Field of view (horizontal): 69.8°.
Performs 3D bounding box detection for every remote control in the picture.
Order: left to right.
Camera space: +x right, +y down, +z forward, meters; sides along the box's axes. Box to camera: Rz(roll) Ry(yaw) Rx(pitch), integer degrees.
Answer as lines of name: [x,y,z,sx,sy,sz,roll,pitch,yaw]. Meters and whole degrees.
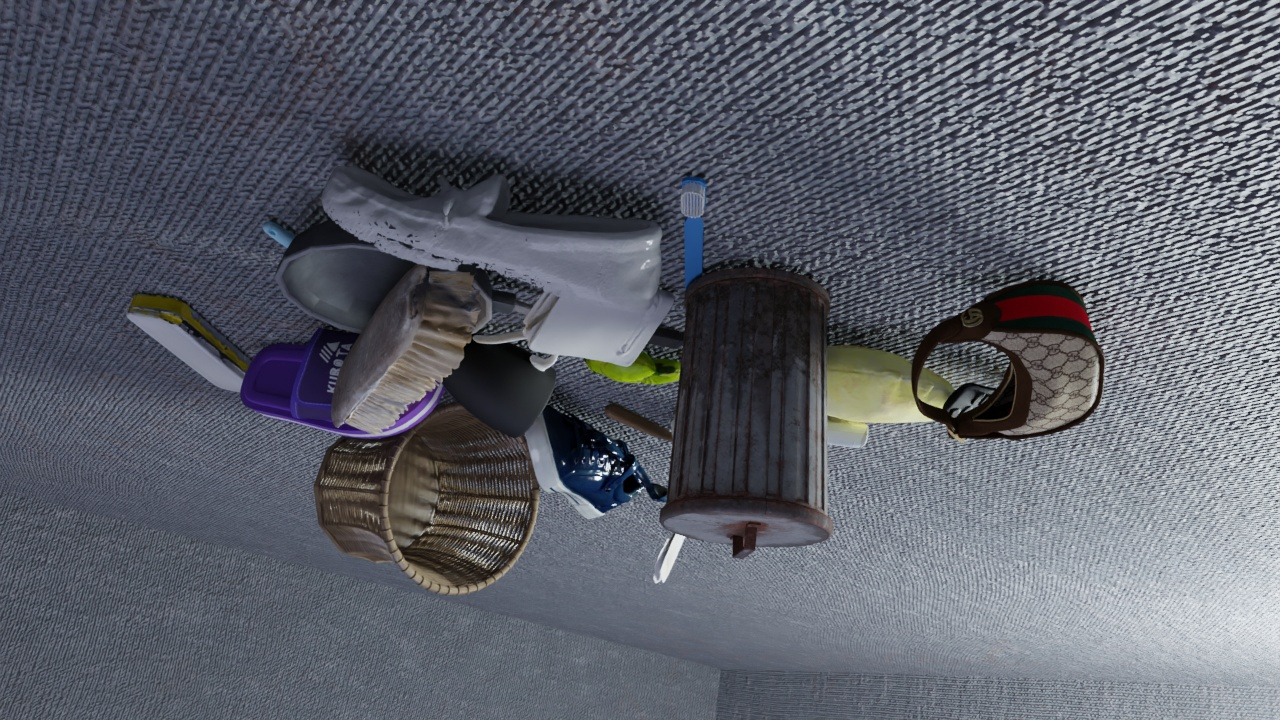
remote control: [0.190,0.067,0.915,0.060,0.025,0.138,7,-179,8]
remote control: [0.327,0.041,0.822,0.151,0.020,0.041,8,130,-36]

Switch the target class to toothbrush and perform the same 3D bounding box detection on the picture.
toothbrush: [-0.276,-0.082,0.824,0.022,0.016,0.155,-34,142,12]
toothbrush: [0.021,0.085,1.092,0.166,0.016,0.016,27,150,-36]
toothbrush: [0.040,-0.087,0.695,0.016,0.014,0.167,7,157,6]

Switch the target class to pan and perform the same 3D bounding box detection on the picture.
pan: [-0.129,-0.054,0.805,0.357,0.041,0.179,11,156,-17]

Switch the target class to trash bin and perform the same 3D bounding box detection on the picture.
trash bin: [0.087,0.048,0.728,0.131,0.210,0.131,5,159,2]

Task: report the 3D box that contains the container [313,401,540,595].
container: [-0.275,0.167,1.150,0.197,0.226,0.226,-4,154,44]

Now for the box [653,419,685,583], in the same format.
box: [0.063,0.157,1.028,0.083,0.190,0.111,6,153,10]

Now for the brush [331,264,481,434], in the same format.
brush: [-0.206,-0.003,0.772,0.056,0.083,0.272,16,154,-25]

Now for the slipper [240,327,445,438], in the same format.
slipper: [-0.335,0.014,0.961,0.267,0.107,0.084,2,156,28]

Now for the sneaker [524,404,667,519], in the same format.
sneaker: [-0.052,0.118,1.116,0.127,0.120,0.294,-20,153,9]

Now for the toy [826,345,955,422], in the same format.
toy: [0.208,0.027,0.831,0.170,0.064,0.155,9,165,-12]

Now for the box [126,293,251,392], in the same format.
box: [-0.500,-0.015,1.045,0.064,0.033,0.210,8,156,8]

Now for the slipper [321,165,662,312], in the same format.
slipper: [-0.103,-0.096,0.658,0.247,0.074,0.112,13,-173,-3]

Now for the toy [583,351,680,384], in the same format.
toy: [-0.005,0.005,0.895,0.094,0.036,0.093,2,169,44]

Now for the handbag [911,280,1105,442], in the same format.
handbag: [0.286,0.011,0.726,0.138,0.063,0.166,-12,143,16]

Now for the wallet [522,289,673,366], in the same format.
wallet: [-0.035,-0.038,0.765,0.116,0.032,0.086,13,130,-42]

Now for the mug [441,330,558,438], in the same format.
mug: [-0.138,0.008,0.914,0.100,0.084,0.119,33,119,-21]
